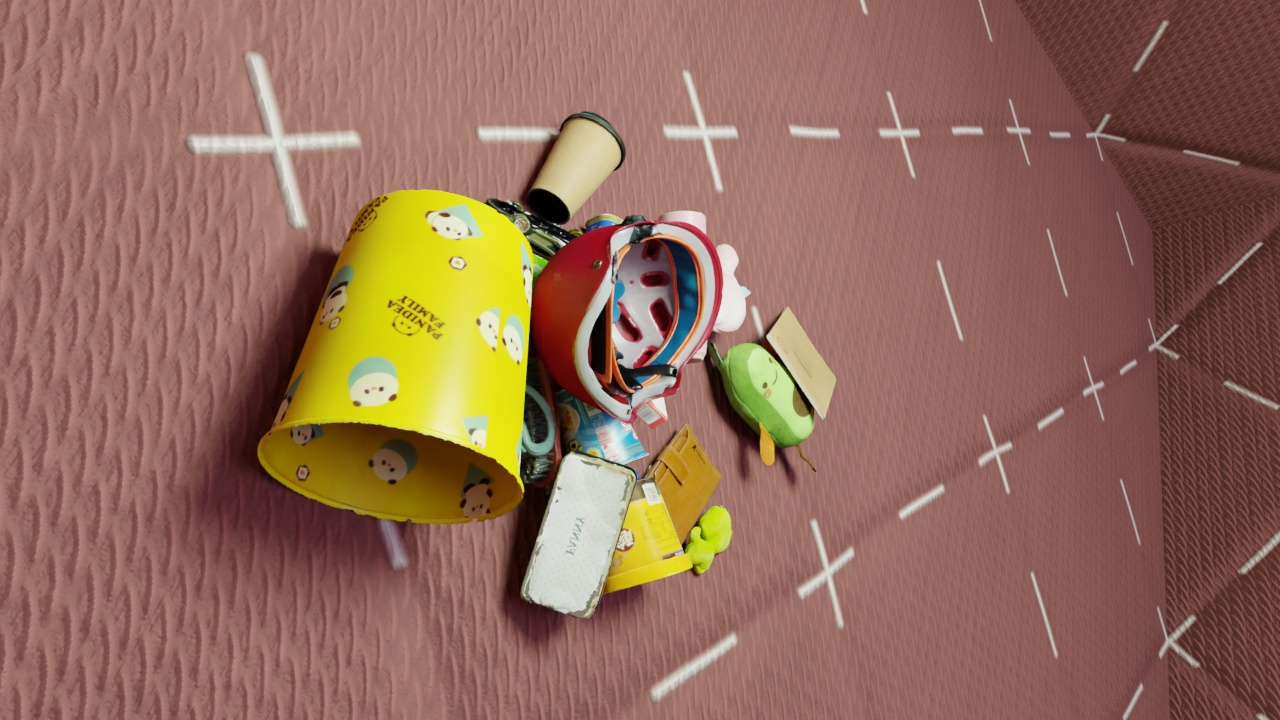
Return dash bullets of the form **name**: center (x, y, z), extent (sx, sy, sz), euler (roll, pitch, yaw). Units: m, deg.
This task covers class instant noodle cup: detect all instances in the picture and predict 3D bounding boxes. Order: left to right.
- **instant noodle cup**: center (-0.055, 0.079, 1.086), extent (0.099, 0.099, 0.110), euler (-15, 82, -47)
- **instant noodle cup**: center (-0.011, 0.205, 1.077), extent (0.118, 0.119, 0.114), euler (-4, 74, -47)

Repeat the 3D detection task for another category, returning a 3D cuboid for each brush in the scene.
- **brush**: center (-0.119, 0.071, 1.040), extent (0.069, 0.063, 0.145), euler (-3, 81, -57)

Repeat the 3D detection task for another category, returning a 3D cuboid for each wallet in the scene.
- **wallet**: center (0.048, 0.158, 1.211), extent (0.130, 0.035, 0.119), euler (-51, 121, -41)

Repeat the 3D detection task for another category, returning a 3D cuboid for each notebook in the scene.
- **notebook**: center (0.251, -0.001, 1.409), extent (0.148, 0.008, 0.207), euler (56, 22, -3)

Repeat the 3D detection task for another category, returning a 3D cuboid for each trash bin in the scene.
- **trash bin**: center (-0.207, -0.004, 0.865), extent (0.229, 0.230, 0.254), euler (30, 52, -36)

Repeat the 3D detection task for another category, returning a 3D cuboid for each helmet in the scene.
- **helmet**: center (-0.027, -0.060, 1.023), extent (0.239, 0.144, 0.207), euler (-37, 128, -41)

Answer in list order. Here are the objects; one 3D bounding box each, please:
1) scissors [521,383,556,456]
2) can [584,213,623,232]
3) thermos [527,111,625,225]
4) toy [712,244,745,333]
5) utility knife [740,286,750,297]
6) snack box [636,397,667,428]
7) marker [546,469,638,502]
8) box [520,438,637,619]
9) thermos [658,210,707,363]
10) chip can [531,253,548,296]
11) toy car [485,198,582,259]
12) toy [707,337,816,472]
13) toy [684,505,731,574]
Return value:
- **scissors**: center (-0.159, 0.040, 0.994), extent (0.143, 0.019, 0.180), euler (-24, 83, -4)
- **can**: center (-0.032, -0.128, 1.196), extent (0.102, 0.057, 0.083), euler (29, 60, -37)
- **thermos**: center (-0.083, -0.243, 1.160), extent (0.093, 0.093, 0.143), euler (46, 58, -27)
- **toy**: center (0.099, -0.110, 1.317), extent (0.121, 0.054, 0.159), euler (21, 54, -16)
- **utility knife**: center (0.107, -0.067, 1.347), extent (0.034, 0.018, 0.217), euler (55, 44, 0)
- **snack box**: center (-0.007, 0.007, 1.147), extent (0.077, 0.027, 0.155), euler (44, 22, -34)
- **marker**: center (-0.056, 0.154, 1.112), extent (0.145, 0.017, 0.017), euler (-8, 84, -47)
- **box**: center (-0.064, 0.182, 1.000), extent (0.090, 0.061, 0.184), euler (19, 84, 5)
- **thermos**: center (0.049, -0.095, 1.234), extent (0.067, 0.087, 0.198), euler (12, 76, -60)
- **chip can**: center (-0.155, -0.100, 1.047), extent (0.221, 0.073, 0.072), euler (23, 62, -40)
- **toy car**: center (-0.116, -0.150, 1.100), extent (0.158, 0.042, 0.070), euler (25, 16, -23)
- **toy**: center (0.195, 0.057, 1.350), extent (0.246, 0.090, 0.226), euler (39, 43, -36)
- **toy**: center (0.093, 0.236, 1.226), extent (0.097, 0.031, 0.100), euler (54, 53, -45)
